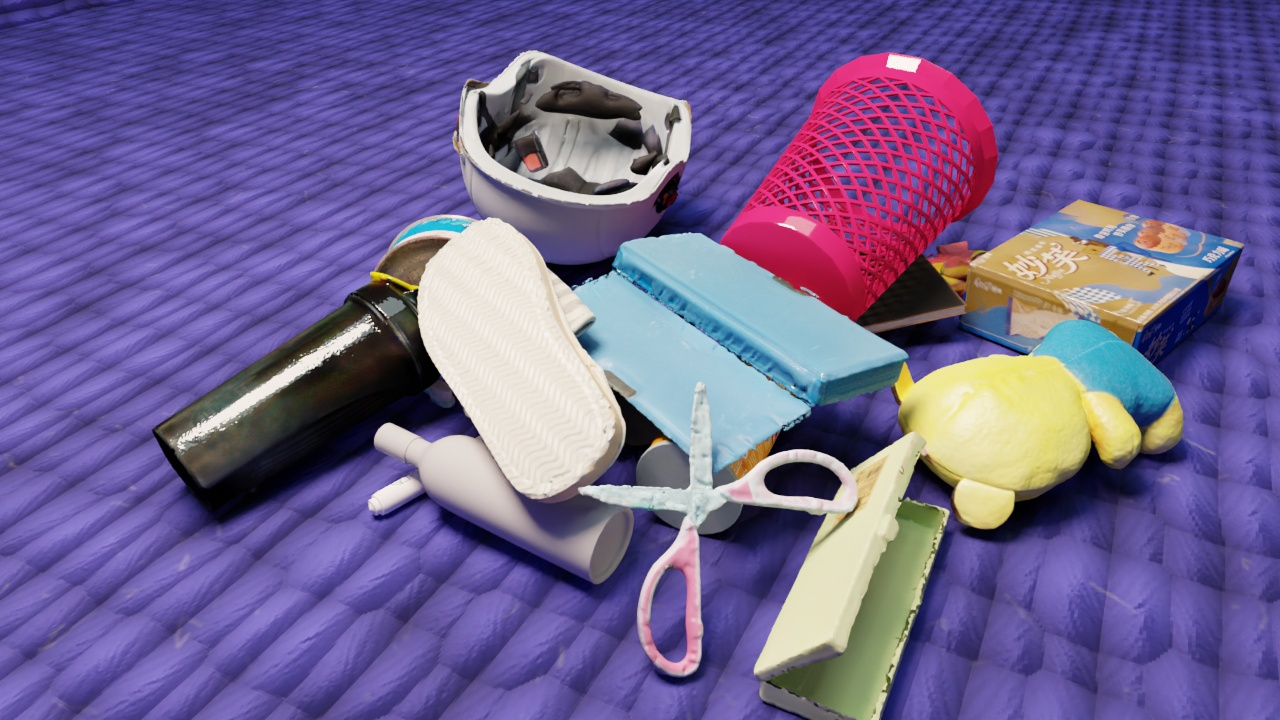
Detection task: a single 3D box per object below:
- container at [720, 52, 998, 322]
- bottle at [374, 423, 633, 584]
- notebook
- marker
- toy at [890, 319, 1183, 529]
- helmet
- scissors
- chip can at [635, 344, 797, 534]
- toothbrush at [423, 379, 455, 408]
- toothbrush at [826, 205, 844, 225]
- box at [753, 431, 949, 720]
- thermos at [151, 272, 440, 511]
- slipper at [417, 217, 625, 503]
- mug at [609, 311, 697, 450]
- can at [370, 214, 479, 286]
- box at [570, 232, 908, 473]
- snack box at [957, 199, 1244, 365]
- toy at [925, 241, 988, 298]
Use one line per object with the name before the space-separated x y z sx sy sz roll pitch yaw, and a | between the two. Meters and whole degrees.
container | 0.179 -0.131 0.806 0.183 0.183 0.225 21 52 31
bottle | -0.101 0.086 0.617 0.195 0.053 0.052 20 38 25
notebook | 0.173 -0.059 0.853 0.209 0.008 0.141 -12 33 1
marker | -0.140 0.077 0.675 0.133 0.017 0.020 -29 22 -36
toy | 0.283 0.031 0.667 0.213 0.084 0.149 -14 32 -22
helmet | -0.076 -0.190 0.960 0.236 0.164 0.263 17 43 3
scissors | 0.048 0.097 0.541 0.172 0.170 0.013 4 -13 -10
chip can | 0.074 0.031 0.683 0.075 0.075 0.214 12 35 21
toothbrush | -0.222 0.002 0.803 0.181 0.017 0.016 23 41 35
toothbrush | 0.176 -0.128 0.985 0.016 0.016 0.189 20 38 29
box | 0.129 0.129 0.551 0.078 0.090 0.187 -6 28 34
thermos | -0.245 0.018 0.692 0.098 0.098 0.220 27 51 38
slipper | -0.084 -0.006 0.636 0.114 0.054 0.272 -34 46 2
mug | -0.004 0.004 0.717 0.113 0.078 0.088 -39 45 -18
can | -0.160 -0.055 0.782 0.130 0.130 0.044 1 32 4
box | 0.048 -0.024 0.659 0.176 0.048 0.232 -23 41 -29
snack box | 0.412 -0.067 0.826 0.202 0.069 0.155 -26 39 -33
toy | 0.307 -0.087 0.892 0.103 0.046 0.084 -27 18 -37
